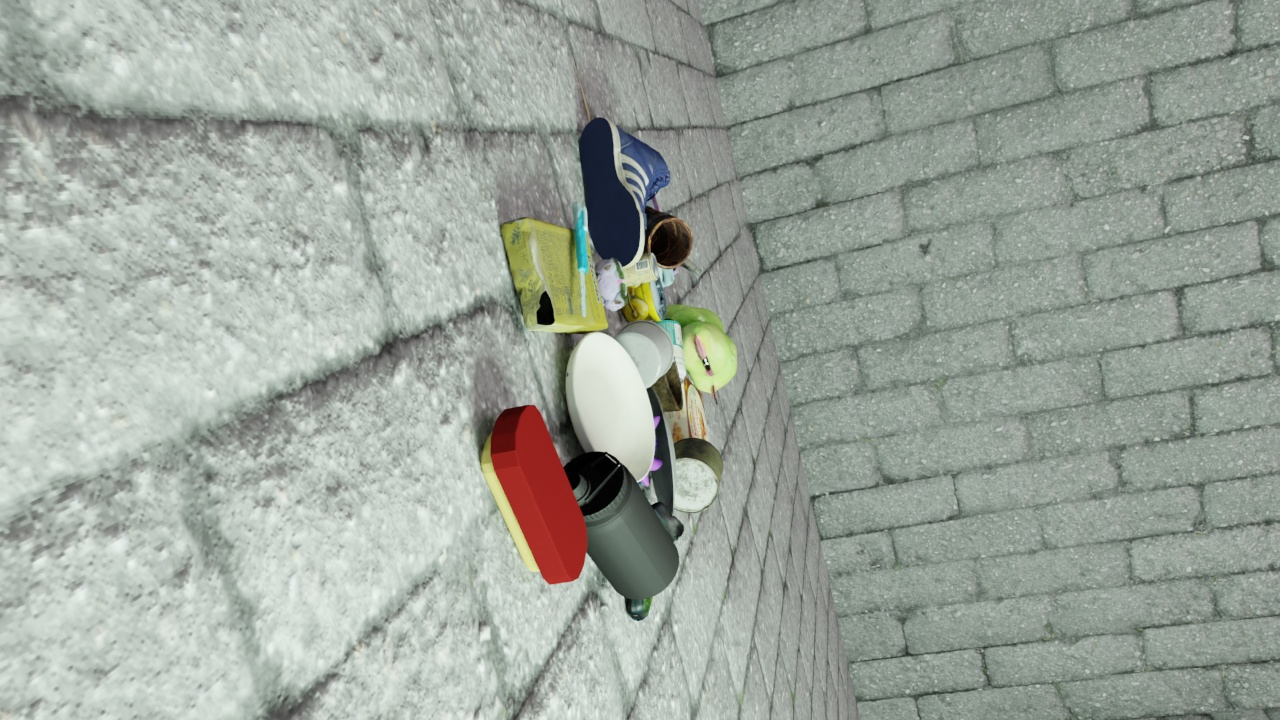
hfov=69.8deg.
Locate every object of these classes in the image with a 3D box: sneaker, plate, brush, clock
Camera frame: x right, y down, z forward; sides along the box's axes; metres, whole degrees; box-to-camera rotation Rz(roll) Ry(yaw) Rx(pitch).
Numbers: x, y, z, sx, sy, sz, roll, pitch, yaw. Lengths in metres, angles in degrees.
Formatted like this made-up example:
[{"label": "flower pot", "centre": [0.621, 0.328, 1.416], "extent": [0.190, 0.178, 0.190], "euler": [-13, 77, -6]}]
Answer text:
[{"label": "sneaker", "centre": [-0.008, -0.219, 1.281], "extent": [0.118, 0.092, 0.232], "euler": [12, 55, -48]}, {"label": "plate", "centre": [-0.041, 0.058, 1.076], "extent": [0.182, 0.034, 0.182], "euler": [44, 37, -47]}, {"label": "plate", "centre": [0.030, 0.125, 1.230], "extent": [0.178, 0.012, 0.178], "euler": [172, -89, -81]}, {"label": "brush", "centre": [-0.098, 0.125, 0.838], "extent": [0.082, 0.042, 0.173], "euler": [-75, 150, -59]}, {"label": "clock", "centre": [0.001, -0.096, 1.345], "extent": [0.118, 0.057, 0.083], "euler": [5, 75, -75]}]

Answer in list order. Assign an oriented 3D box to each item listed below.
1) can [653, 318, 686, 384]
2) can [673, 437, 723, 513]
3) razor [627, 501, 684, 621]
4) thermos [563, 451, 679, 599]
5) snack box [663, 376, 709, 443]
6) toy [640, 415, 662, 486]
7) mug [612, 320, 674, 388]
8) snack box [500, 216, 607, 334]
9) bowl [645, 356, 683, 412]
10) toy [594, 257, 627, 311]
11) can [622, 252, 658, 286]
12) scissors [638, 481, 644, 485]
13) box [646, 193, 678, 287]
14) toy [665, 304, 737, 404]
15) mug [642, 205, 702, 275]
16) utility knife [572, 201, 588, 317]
[{"label": "can", "centre": [0.040, -0.011, 1.432], "extent": [0.055, 0.055, 0.101], "euler": [47, 35, -63]}, {"label": "can", "centre": [0.075, 0.169, 1.358], "extent": [0.074, 0.090, 0.090], "euler": [-63, 139, -68]}, {"label": "razor", "centre": [0.015, 0.247, 1.130], "extent": [0.054, 0.067, 0.151], "euler": [62, 30, -43]}, {"label": "thermos", "centre": [-0.028, 0.171, 0.976], "extent": [0.199, 0.086, 0.086], "euler": [63, 21, -45]}, {"label": "snack box", "centre": [0.076, 0.109, 1.501], "extent": [0.147, 0.041, 0.143], "euler": [42, 39, -66]}, {"label": "toy", "centre": [-0.006, 0.108, 1.164], "extent": [0.106, 0.056, 0.087], "euler": [42, 46, -26]}, {"label": "mug", "centre": [-0.007, 0.007, 1.216], "extent": [0.070, 0.084, 0.113], "euler": [-44, 154, -70]}, {"label": "snack box", "centre": [-0.094, -0.090, 1.012], "extent": [0.180, 0.045, 0.121], "euler": [-7, 83, -73]}, {"label": "bowl", "centre": [0.017, 0.020, 1.317], "extent": [0.121, 0.056, 0.121], "euler": [-14, 89, -79]}, {"label": "toy", "centre": [-0.051, -0.098, 1.122], "extent": [0.100, 0.036, 0.080], "euler": [-3, -76, 61]}, {"label": "can", "centre": [-0.018, -0.120, 1.246], "extent": [0.038, 0.080, 0.038], "euler": [-11, 89, -75]}, {"label": "scissors", "centre": [-0.004, 0.110, 1.264], "extent": [0.139, 0.013, 0.118], "euler": [-77, 151, -61]}, {"label": "box", "centre": [-0.016, -0.211, 1.431], "extent": [0.090, 0.091, 0.214], "euler": [23, -42, 54]}, {"label": "toy", "centre": [0.105, -0.023, 1.522], "extent": [0.196, 0.107, 0.150], "euler": [52, -12, 56]}, {"label": "mug", "centre": [0.030, -0.171, 1.344], "extent": [0.115, 0.080, 0.107], "euler": [38, -2, -33]}, {"label": "utility knife", "centre": [-0.065, -0.113, 1.010], "extent": [0.022, 0.015, 0.166], "euler": [56, 23, -47]}]
